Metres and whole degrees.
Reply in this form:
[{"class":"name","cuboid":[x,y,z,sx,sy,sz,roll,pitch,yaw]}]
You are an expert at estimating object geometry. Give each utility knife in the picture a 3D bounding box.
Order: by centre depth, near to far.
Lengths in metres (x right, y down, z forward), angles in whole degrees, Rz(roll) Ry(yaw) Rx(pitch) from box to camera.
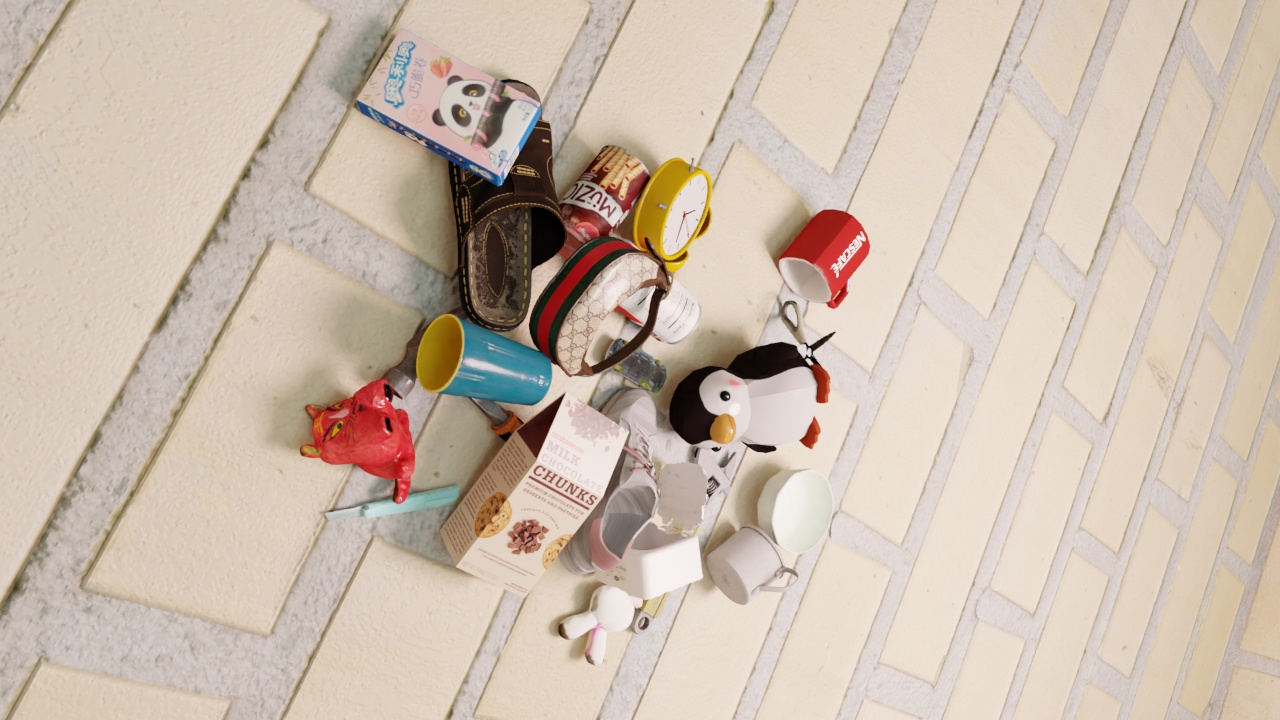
[{"class":"utility knife","cuboid":[-0.252,0.149,0.942,0.141,0.015,0.022,-6,118,-35]}]

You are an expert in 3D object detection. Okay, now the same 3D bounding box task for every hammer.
[{"class":"hammer","cuboid":[-0.130,0.070,1.011,0.314,0.035,0.137,49,67,-31]}]

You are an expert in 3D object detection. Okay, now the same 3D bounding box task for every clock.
[{"class":"clock","cuboid":[0.041,-0.166,1.068,0.113,0.052,0.152,-55,157,-17]}]

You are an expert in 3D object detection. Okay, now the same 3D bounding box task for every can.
[{"class":"can","cuboid":[0.006,-0.078,1.066,0.132,0.070,0.070,36,75,-34]}]

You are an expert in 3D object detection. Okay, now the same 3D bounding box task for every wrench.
[{"class":"wrench","cuboid":[0.053,0.221,1.172,0.083,0.018,0.273,37,74,-33]}]

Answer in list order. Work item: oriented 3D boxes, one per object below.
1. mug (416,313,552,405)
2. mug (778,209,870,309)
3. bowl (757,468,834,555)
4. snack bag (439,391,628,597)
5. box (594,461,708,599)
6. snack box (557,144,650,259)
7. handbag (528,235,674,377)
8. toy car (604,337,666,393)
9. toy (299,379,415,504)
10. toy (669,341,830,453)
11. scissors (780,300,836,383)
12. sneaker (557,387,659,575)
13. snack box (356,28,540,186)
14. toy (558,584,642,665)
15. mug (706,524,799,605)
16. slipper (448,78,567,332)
[{"class":"mug","cuboid":[-0.152,0.007,0.919,0.121,0.078,0.078,18,85,-44]},{"class":"mug","cuboid":[0.254,-0.129,1.236,0.096,0.080,0.116,-49,127,-21]},{"class":"bowl","cuboid":[0.202,0.201,1.252,0.117,0.061,0.117,-5,98,-36]},{"class":"snack bag","cuboid":[-0.107,0.136,0.974,0.094,0.070,0.206,35,94,-34]},{"class":"box","cuboid":[0.026,0.192,1.095,0.151,0.107,0.132,-12,103,-37]},{"class":"snack box","cuboid":[-0.049,-0.172,1.013,0.072,0.072,0.121,47,69,-31]},{"class":"handbag","cuboid":[-0.035,-0.055,0.987,0.166,0.063,0.138,-52,142,-1]},{"class":"toy car","cuboid":[-0.006,0.006,1.095,0.089,0.027,0.038,33,74,-34]},{"class":"toy","cuboid":[-0.270,0.087,0.903,0.094,0.088,0.133,-16,130,-1]},{"class":"toy","cuboid":[0.118,0.047,1.149,0.183,0.140,0.159,-10,126,-23]},{"class":"scissors","cuboid":[0.209,-0.010,1.193,0.012,0.170,0.158,1,134,-17]},{"class":"sneaker","cuboid":[-0.012,0.133,1.040,0.099,0.090,0.235,45,52,-39]},{"class":"snack box","cuboid":[-0.183,-0.244,0.886,0.154,0.033,0.088,27,77,-4]},{"class":"toy","cuboid":[-0.038,0.304,1.105,0.122,0.038,0.079,-40,119,-17]},{"class":"mug","cuboid":[0.146,0.273,1.190,0.070,0.113,0.084,-32,129,-27]},{"class":"slipper","cuboid":[-0.133,-0.163,0.936,0.112,0.076,0.267,8,80,-37]}]
